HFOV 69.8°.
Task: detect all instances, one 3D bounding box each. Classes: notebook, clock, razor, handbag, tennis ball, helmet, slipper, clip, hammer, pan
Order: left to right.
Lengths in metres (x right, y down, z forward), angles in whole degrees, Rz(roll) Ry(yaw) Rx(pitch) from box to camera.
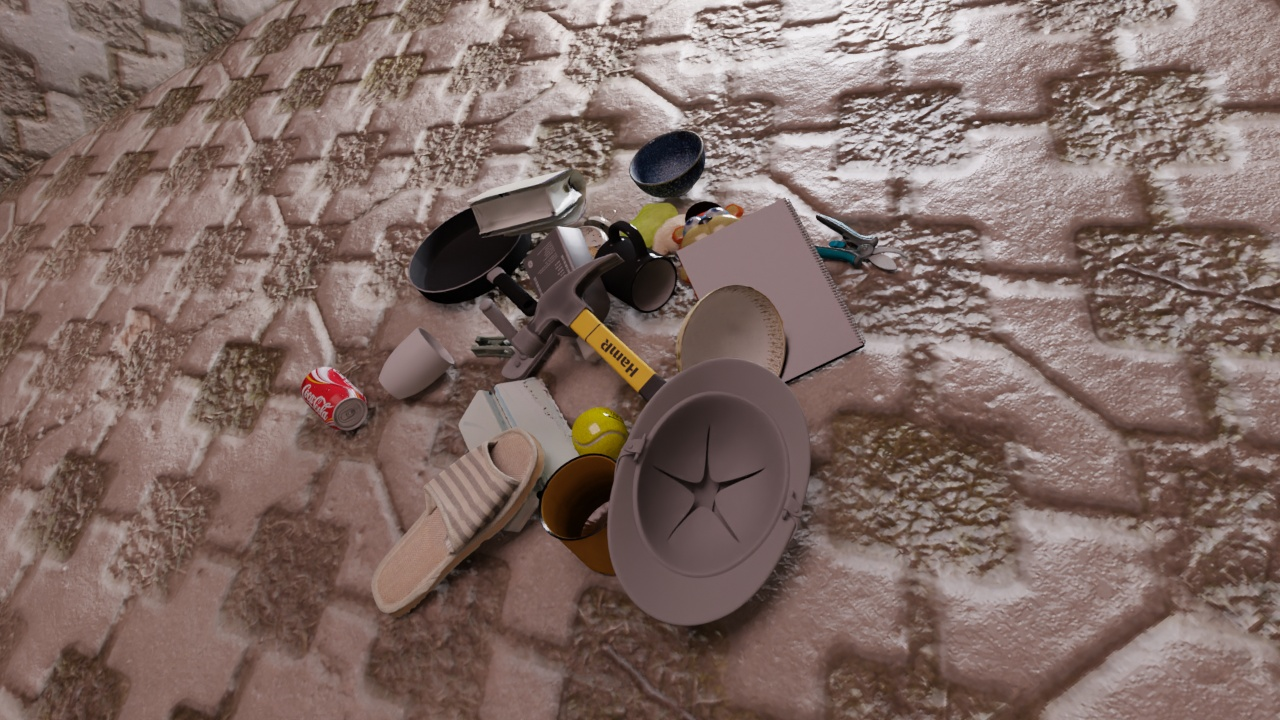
[{"bbox_3d":[-0.219,0.183,1.057,0.273,0.054,0.114,-46,41,8],"label":"slipper"},{"bbox_3d":[-0.223,-0.133,1.359,0.204,0.044,0.356,-39,41,-9],"label":"pan"},{"bbox_3d":[-0.201,-0.020,1.279,0.076,0.023,0.042,1,55,32],"label":"clip"},{"bbox_3d":[-0.172,-0.037,1.209,0.047,0.116,0.088,12,59,44],"label":"razor"},{"bbox_3d":[-0.145,-0.234,1.341,0.151,0.074,0.175,-8,22,27],"label":"handbag"},{"bbox_3d":[-0.075,-0.160,1.302,0.103,0.061,0.156,7,58,34],"label":"clock"},{"bbox_3d":[-0.047,0.088,1.067,0.065,0.065,0.065,-15,47,17],"label":"tennis ball"},{"bbox_3d":[-0.006,0.006,1.083,0.170,0.034,0.324,-48,61,3],"label":"hammer"},{"bbox_3d":[0.065,0.138,0.935,0.183,0.118,0.270,21,71,5],"label":"helmet"},{"bbox_3d":[0.150,-0.075,1.075,0.149,0.016,0.206,-26,70,7],"label":"notebook"}]

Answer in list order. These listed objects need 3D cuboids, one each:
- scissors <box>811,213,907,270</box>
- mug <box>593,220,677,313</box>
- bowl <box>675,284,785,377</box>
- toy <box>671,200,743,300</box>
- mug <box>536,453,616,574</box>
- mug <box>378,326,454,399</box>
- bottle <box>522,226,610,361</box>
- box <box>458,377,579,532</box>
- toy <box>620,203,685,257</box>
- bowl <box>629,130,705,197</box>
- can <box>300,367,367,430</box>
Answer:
[{"bbox_3d":[0.253,-0.145,1.137,0.156,0.019,0.124,-11,49,18],"label":"scissors"},{"bbox_3d":[-0.011,-0.129,1.202,0.078,0.114,0.088,-31,41,-24],"label":"mug"},{"bbox_3d":[0.086,-0.013,1.017,0.145,0.145,0.063,-49,29,-16],"label":"bowl"},{"bbox_3d":[0.100,-0.140,1.174,0.112,0.096,0.176,-26,33,6],"label":"toy"},{"bbox_3d":[-0.052,0.165,0.982,0.124,0.094,0.100,6,57,34],"label":"mug"},{"bbox_3d":[-0.322,0.005,1.302,0.089,0.071,0.107,-43,17,2],"label":"mug"},{"bbox_3d":[-0.088,-0.081,1.206,0.084,0.046,0.173,-39,66,37],"label":"bottle"},{"bbox_3d":[-0.145,0.108,1.125,0.126,0.074,0.197,-20,45,-15],"label":"box"},{"bbox_3d":[0.031,-0.177,1.272,0.118,0.043,0.092,25,63,37],"label":"toy"},{"bbox_3d":[0.047,-0.275,1.334,0.114,0.061,0.114,-16,48,18],"label":"bowl"},{"bbox_3d":[-0.437,0.056,1.314,0.064,0.064,0.105,-47,46,-14],"label":"can"}]
